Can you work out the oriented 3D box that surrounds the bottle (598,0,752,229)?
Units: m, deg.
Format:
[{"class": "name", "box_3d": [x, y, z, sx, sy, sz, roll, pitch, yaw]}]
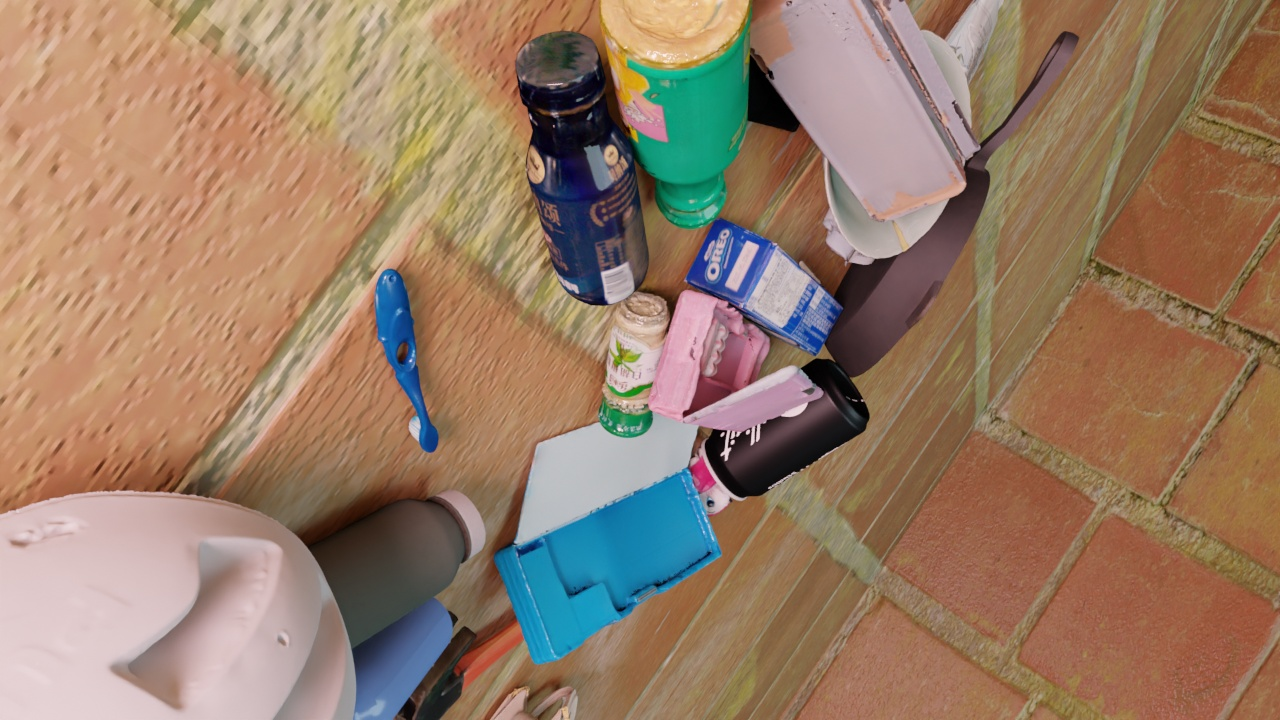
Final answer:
[{"class": "bottle", "box_3d": [0.024, -0.130, 0.494, 0.068, 0.068, 0.210, -52, 167, -9]}]

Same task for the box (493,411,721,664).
[{"class": "box", "box_3d": [-0.021, 0.123, 0.759, 0.242, 0.064, 0.174, -14, 103, -54]}]

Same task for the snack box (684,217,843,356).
[{"class": "snack box", "box_3d": [0.110, -0.054, 0.765, 0.059, 0.059, 0.226, -62, 155, 4]}]

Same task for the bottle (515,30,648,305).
[{"class": "bottle", "box_3d": [-0.029, -0.094, 0.480, 0.056, 0.056, 0.161, -45, 152, -22]}]

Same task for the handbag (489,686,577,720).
[{"class": "handbag", "box_3d": [-0.115, 0.393, 0.867, 0.197, 0.101, 0.195, -50, 156, -41]}]

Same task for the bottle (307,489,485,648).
[{"class": "bottle", "box_3d": [-0.143, 0.115, 0.521, 0.108, 0.060, 0.060, -27, 142, -45]}]

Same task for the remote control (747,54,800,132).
[{"class": "remote control", "box_3d": [0.086, -0.182, 0.620, 0.140, 0.021, 0.045, -12, 132, -57]}]

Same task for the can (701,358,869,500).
[{"class": "can", "box_3d": [0.135, 0.066, 0.865, 0.146, 0.080, 0.080, -36, 161, 22]}]

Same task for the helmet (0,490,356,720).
[{"class": "helmet", "box_3d": [-0.222, 0.171, 0.329, 0.281, 0.184, 0.225, -24, 137, -59]}]

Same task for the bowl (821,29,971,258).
[{"class": "bowl", "box_3d": [0.182, -0.172, 0.730, 0.173, 0.068, 0.174, -16, 118, -33]}]

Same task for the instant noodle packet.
[{"class": "instant noodle packet", "box_3d": [0.259, -0.216, 0.839, 0.269, 0.057, 0.147, -56, 161, -4]}]

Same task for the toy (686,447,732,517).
[{"class": "toy", "box_3d": [0.066, 0.133, 0.919, 0.065, 0.050, 0.103, -35, 142, -29]}]

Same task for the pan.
[{"class": "pan", "box_3d": [0.273, -0.144, 0.850, 0.357, 0.043, 0.248, -59, -179, 22]}]

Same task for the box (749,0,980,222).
[{"class": "box", "box_3d": [0.147, -0.185, 0.609, 0.108, 0.094, 0.216, -41, 135, 12]}]

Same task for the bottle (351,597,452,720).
[{"class": "bottle", "box_3d": [-0.160, 0.190, 0.542, 0.131, 0.048, 0.048, -51, 165, -67]}]

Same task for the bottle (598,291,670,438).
[{"class": "bottle", "box_3d": [-0.004, 0.004, 0.654, 0.042, 0.043, 0.110, -32, 145, -40]}]

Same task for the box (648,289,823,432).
[{"class": "box", "box_3d": [0.090, 0.018, 0.710, 0.232, 0.099, 0.099, 24, 81, -73]}]

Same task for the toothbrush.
[{"class": "toothbrush", "box_3d": [-0.122, 0.003, 0.481, 0.021, 0.016, 0.132, -39, 147, -33]}]

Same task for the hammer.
[{"class": "hammer", "box_3d": [-0.069, 0.203, 0.786, 0.332, 0.033, 0.133, -28, 142, -46]}]
